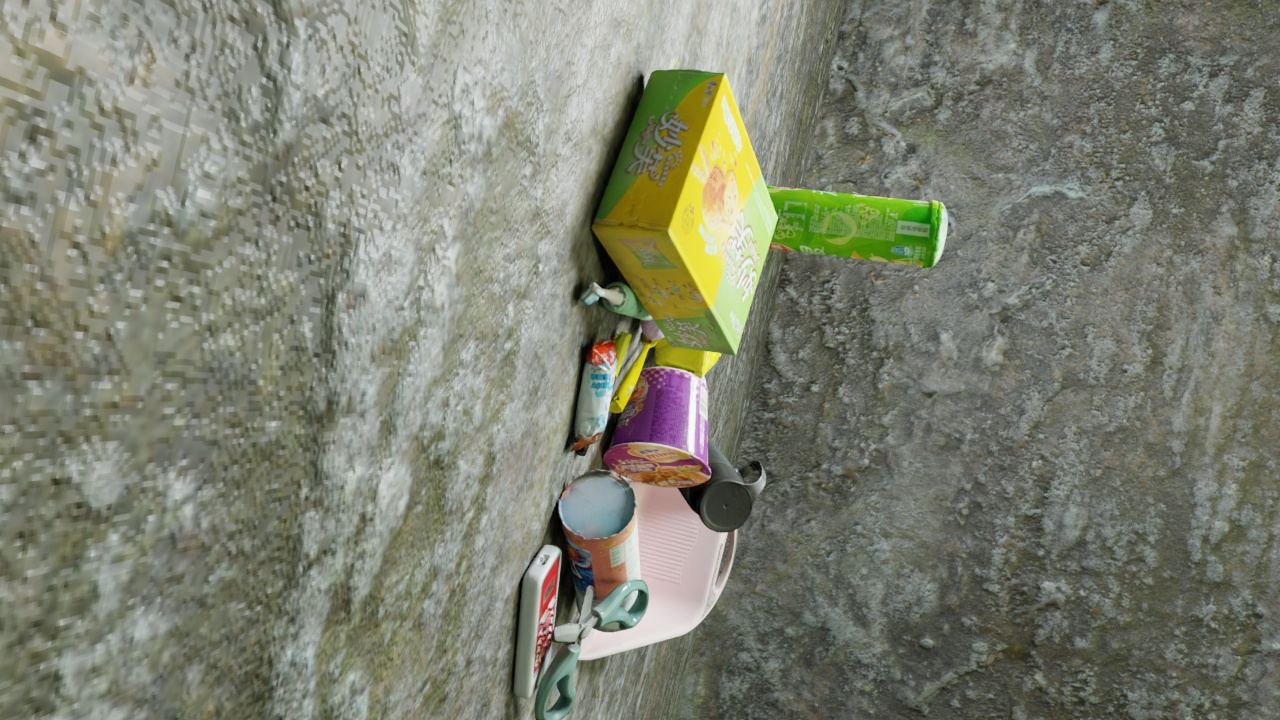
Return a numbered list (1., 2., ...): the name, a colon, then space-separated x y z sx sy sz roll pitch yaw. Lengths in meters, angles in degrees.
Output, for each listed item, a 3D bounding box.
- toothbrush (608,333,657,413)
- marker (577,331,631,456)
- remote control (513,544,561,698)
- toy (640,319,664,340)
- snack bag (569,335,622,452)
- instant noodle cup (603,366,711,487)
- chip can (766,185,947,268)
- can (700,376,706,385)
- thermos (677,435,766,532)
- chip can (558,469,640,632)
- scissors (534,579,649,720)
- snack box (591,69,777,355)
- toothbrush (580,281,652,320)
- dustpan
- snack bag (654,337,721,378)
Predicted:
1. toothbrush: -0.005 0.005 0.915 0.189 0.016 0.017 -63 158 -65
2. marker: -0.035 0.030 0.839 0.018 0.015 0.124 88 21 -71
3. remote control: -0.088 0.224 0.784 0.055 0.020 0.136 -57 157 -62
4. toy: 0.023 -0.072 0.945 0.084 0.039 0.108 150 -46 -77
5. snack bag: -0.038 0.028 0.784 0.048 0.026 0.104 -17 120 -64
6. instant noodle cup: 0.022 0.067 0.953 0.112 0.111 0.099 82 14 -61
7. chip can: 0.212 -0.145 0.983 0.072 0.221 0.072 10 89 -77
8. can: 0.049 0.035 1.154 0.134 0.053 0.053 -19 121 -77
9. thermos: 0.077 0.120 1.066 0.242 0.090 0.068 -132 -162 -72
10. chip can: -0.034 0.187 0.875 0.215 0.071 0.071 88 19 -53
11. scissors: -0.053 0.265 0.827 0.181 0.019 0.170 -60 155 4
12. snack box: 0.048 -0.121 0.794 0.210 0.070 0.157 52 51 -56
13. toothbrush: -0.015 -0.053 0.803 0.027 0.026 0.224 -46 172 7
14. dustpan: 0.039 0.249 1.142 0.273 0.139 0.222 -7 110 -79
15. snack bag: 0.072 -0.101 1.071 0.157 0.068 0.247 -39 140 -73
